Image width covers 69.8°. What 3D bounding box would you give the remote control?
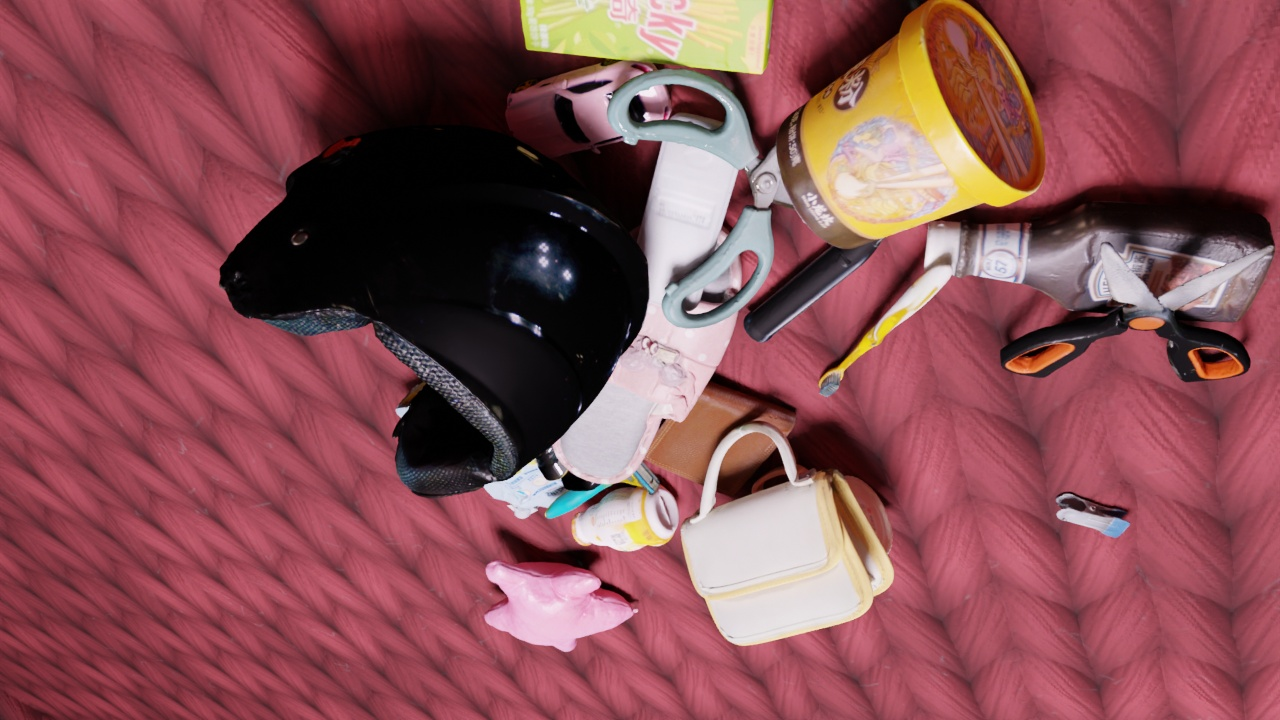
[{"bbox_3d":[0.030,-0.101,0.639,0.056,0.020,0.136,16,115,4],"label":"remote control"}]

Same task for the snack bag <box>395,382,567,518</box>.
[{"bbox_3d":[-0.139,0.084,0.899,0.110,0.038,0.191,-34,118,21],"label":"snack bag"}]

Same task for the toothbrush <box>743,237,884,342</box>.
[{"bbox_3d":[0.147,-0.076,0.644,0.026,0.027,0.213,56,134,9],"label":"toothbrush"}]

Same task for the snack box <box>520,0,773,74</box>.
[{"bbox_3d":[0.003,-0.225,0.553,0.156,0.026,0.086,10,136,11],"label":"snack box"}]

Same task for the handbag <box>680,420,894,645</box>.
[{"bbox_3d":[0.104,0.144,0.775,0.164,0.063,0.178,-27,90,37],"label":"handbag"}]

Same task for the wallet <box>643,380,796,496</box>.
[{"bbox_3d":[0.066,0.067,0.815,0.101,0.032,0.125,24,137,-7],"label":"wallet"}]

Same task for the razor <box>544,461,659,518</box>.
[{"bbox_3d":[-0.043,0.126,0.885,0.133,0.028,0.043,-29,114,33],"label":"razor"}]

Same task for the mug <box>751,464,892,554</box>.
[{"bbox_3d":[0.153,0.147,0.832,0.106,0.081,0.114,-36,84,40],"label":"mug"}]

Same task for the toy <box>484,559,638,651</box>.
[{"bbox_3d":[-0.093,0.287,1.061,0.178,0.074,0.195,8,139,-1],"label":"toy"}]

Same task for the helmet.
[{"bbox_3d":[-0.130,-0.050,0.634,0.274,0.230,0.234,46,166,39],"label":"helmet"}]

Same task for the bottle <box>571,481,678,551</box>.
[{"bbox_3d":[-0.017,0.158,0.909,0.109,0.063,0.063,-18,124,33],"label":"bottle"}]

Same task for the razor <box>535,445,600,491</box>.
[{"bbox_3d":[-0.093,0.050,0.843,0.167,0.067,0.062,53,149,-17],"label":"razor"}]

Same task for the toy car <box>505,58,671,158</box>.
[{"bbox_3d":[-0.038,-0.168,0.618,0.123,0.037,0.056,-7,128,28],"label":"toy car"}]

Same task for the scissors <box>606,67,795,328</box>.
[{"bbox_3d":[0.040,-0.102,0.609,0.171,0.019,0.170,19,112,-20],"label":"scissors"}]

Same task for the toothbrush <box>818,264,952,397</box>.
[{"bbox_3d":[0.173,-0.016,0.671,0.016,0.018,0.192,20,150,-6],"label":"toothbrush"}]

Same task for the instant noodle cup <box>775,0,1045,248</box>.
[{"bbox_3d":[0.152,-0.128,0.534,0.118,0.118,0.115,43,141,-21],"label":"instant noodle cup"}]

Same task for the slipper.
[{"bbox_3d":[-0.004,0.004,0.732,0.114,0.054,0.275,26,125,-2],"label":"slipper"}]

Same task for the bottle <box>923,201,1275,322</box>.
[{"bbox_3d":[0.285,-0.066,0.591,0.195,0.043,0.080,7,142,16],"label":"bottle"}]

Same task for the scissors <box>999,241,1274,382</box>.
[{"bbox_3d":[0.319,-0.024,0.580,0.227,0.021,0.221,15,161,-21],"label":"scissors"}]

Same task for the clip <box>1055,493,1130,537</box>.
[{"bbox_3d":[0.376,0.129,0.767,0.058,0.036,0.026,15,138,1],"label":"clip"}]
